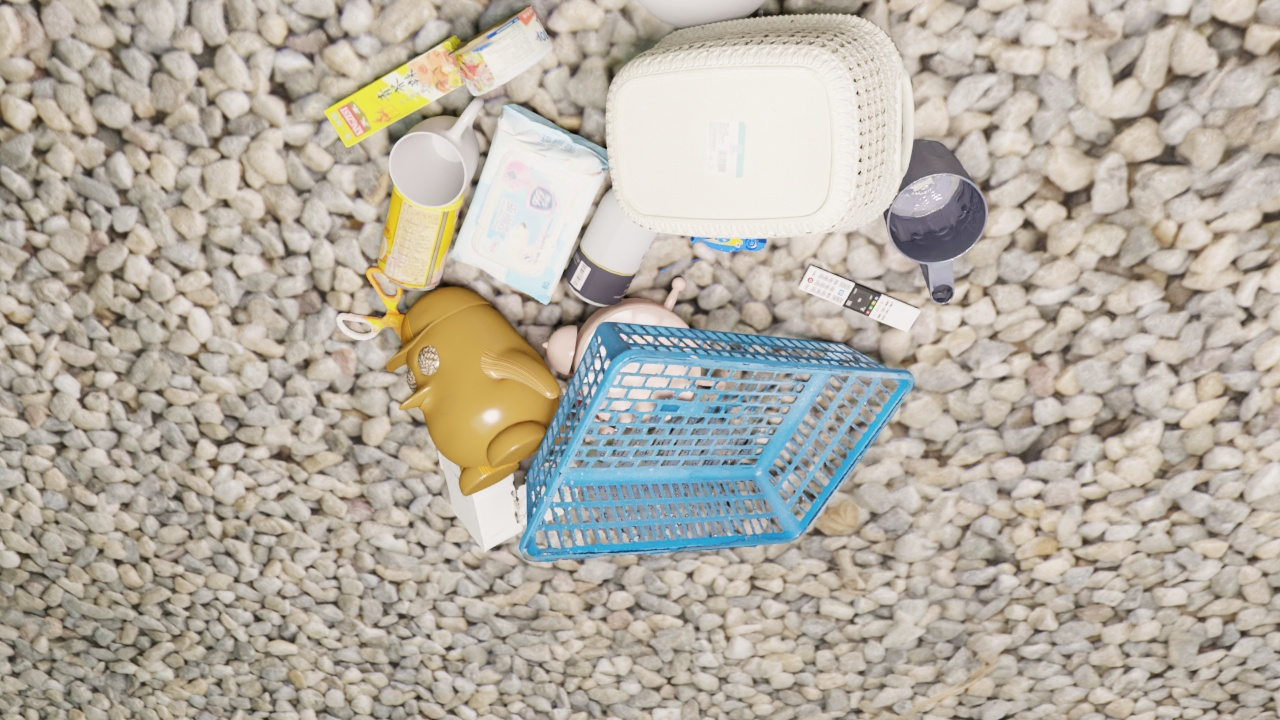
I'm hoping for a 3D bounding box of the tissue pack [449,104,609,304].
[{"bbox_3d":[-0.109,-0.146,0.892,0.112,0.069,0.182,23,122,-8],"label":"tissue pack"}]

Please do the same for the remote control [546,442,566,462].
[{"bbox_3d":[-0.142,0.067,1.057,0.033,0.013,0.136,-38,110,25],"label":"remote control"}]

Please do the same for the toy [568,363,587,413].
[{"bbox_3d":[-0.035,0.036,1.011,0.084,0.046,0.103,-42,113,10],"label":"toy"}]

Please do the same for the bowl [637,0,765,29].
[{"bbox_3d":[0.050,-0.349,0.765,0.149,0.043,0.150,3,121,5],"label":"bowl"}]

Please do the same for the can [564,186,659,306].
[{"bbox_3d":[-0.023,-0.118,0.902,0.064,0.064,0.128,25,121,-9],"label":"can"}]

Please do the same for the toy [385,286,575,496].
[{"bbox_3d":[-0.176,0.018,0.938,0.199,0.162,0.203,-43,74,44],"label":"toy"}]

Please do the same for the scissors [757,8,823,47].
[{"bbox_3d":[0.107,-0.232,0.848,0.142,0.014,0.174,-11,121,15],"label":"scissors"}]

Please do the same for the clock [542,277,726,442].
[{"bbox_3d":[-0.006,0.006,0.945,0.160,0.086,0.131,-22,104,5],"label":"clock"}]

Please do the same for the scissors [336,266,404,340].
[{"bbox_3d":[-0.277,-0.044,1.007,0.128,0.011,0.125,-18,118,14],"label":"scissors"}]

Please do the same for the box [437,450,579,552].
[{"bbox_3d":[-0.144,0.141,1.068,0.136,0.126,0.109,-26,128,-26],"label":"box"}]

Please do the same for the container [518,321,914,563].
[{"bbox_3d":[0.066,0.075,0.912,0.361,0.089,0.258,4,128,-34],"label":"container"}]

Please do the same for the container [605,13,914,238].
[{"bbox_3d":[0.089,-0.186,0.762,0.247,0.142,0.185,4,112,25],"label":"container"}]

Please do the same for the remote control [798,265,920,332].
[{"bbox_3d":[0.223,-0.064,0.936,0.124,0.011,0.028,21,121,-6],"label":"remote control"}]

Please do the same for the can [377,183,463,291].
[{"bbox_3d":[-0.221,-0.130,0.916,0.067,0.067,0.105,20,122,-6],"label":"can"}]

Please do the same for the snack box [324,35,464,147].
[{"bbox_3d":[-0.226,-0.253,0.865,0.148,0.028,0.040,-22,116,18],"label":"snack box"}]

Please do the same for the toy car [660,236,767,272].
[{"bbox_3d":[0.073,-0.105,0.913,0.092,0.033,0.062,15,115,-2],"label":"toy car"}]

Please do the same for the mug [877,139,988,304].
[{"bbox_3d":[0.263,-0.129,0.838,0.084,0.103,0.124,-10,120,12],"label":"mug"}]

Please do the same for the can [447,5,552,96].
[{"bbox_3d":[-0.123,-0.273,0.807,0.086,0.086,0.043,-23,116,19],"label":"can"}]

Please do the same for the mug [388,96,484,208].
[{"bbox_3d":[-0.175,-0.204,0.852,0.071,0.089,0.107,36,118,-15],"label":"mug"}]
